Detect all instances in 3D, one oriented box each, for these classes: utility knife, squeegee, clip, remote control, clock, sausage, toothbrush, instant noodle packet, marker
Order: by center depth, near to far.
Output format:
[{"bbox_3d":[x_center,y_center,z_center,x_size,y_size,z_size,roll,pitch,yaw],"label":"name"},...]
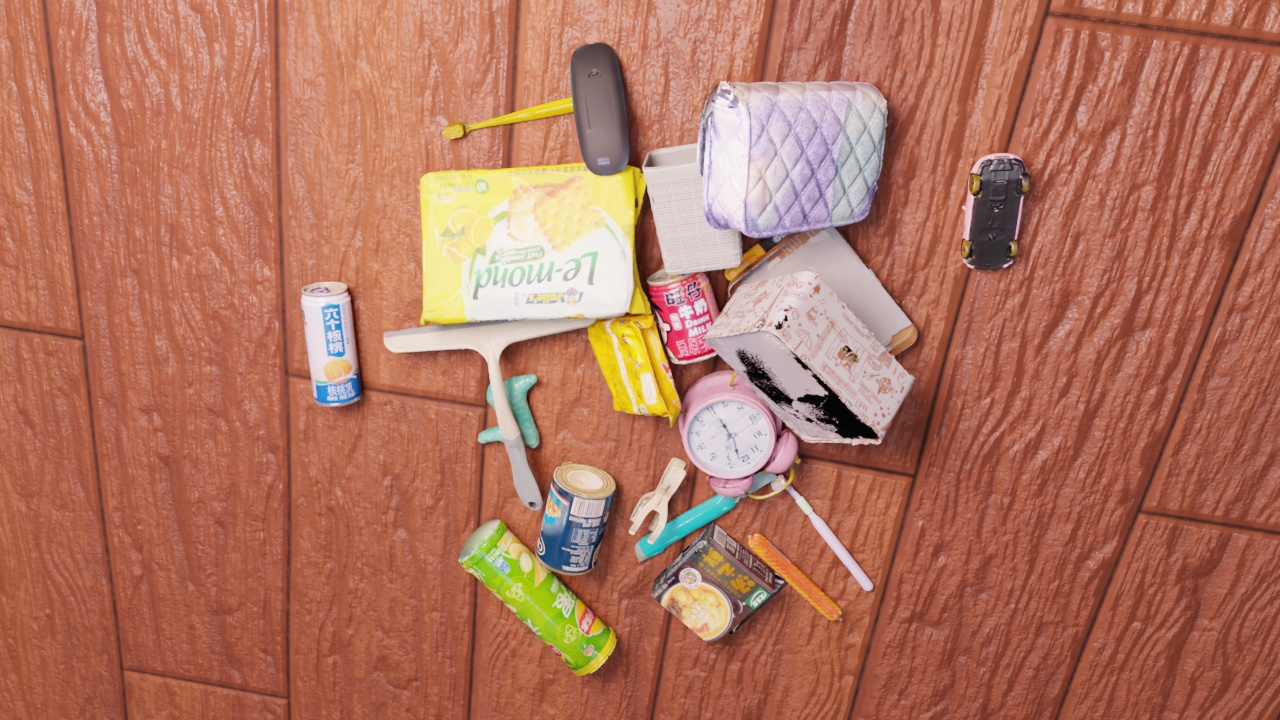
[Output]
[{"bbox_3d":[-0.040,-0.250,0.900,0.053,0.024,0.136,-9,84,5],"label":"remote control"},{"bbox_3d":[-0.113,-0.252,0.940,0.190,0.016,0.016,-10,111,10],"label":"toothbrush"},{"bbox_3d":[0.139,-0.124,0.962,0.124,0.015,0.018,-37,105,17],"label":"marker"},{"bbox_3d":[-0.006,0.006,0.992,0.044,0.111,0.128,-28,110,-30],"label":"instant noodle packet"},{"bbox_3d":[0.110,0.090,1.027,0.117,0.059,0.158,-32,106,18],"label":"clock"},{"bbox_3d":[-0.147,0.072,1.028,0.247,0.039,0.247,-7,113,11],"label":"squeegee"},{"bbox_3d":[0.021,0.170,1.064,0.035,0.083,0.105,29,123,-5],"label":"clip"},{"bbox_3d":[0.218,0.207,1.082,0.021,0.029,0.189,-46,104,-19],"label":"toothbrush"},{"bbox_3d":[0.073,0.185,1.093,0.208,0.013,0.029,-34,102,20],"label":"utility knife"},{"bbox_3d":[0.187,0.262,1.106,0.165,0.021,0.021,44,110,-10],"label":"sausage"}]

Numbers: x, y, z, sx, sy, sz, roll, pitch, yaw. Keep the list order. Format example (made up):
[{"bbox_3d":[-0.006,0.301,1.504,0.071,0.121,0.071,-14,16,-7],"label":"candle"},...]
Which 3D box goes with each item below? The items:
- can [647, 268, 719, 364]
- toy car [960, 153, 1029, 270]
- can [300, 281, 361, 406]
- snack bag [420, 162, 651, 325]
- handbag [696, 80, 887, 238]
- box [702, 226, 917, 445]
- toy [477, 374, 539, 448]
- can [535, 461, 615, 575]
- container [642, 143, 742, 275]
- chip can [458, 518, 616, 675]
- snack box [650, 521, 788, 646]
[{"bbox_3d":[0.049,-0.051,0.974,0.066,0.066,0.094,-15,109,12],"label":"can"},{"bbox_3d":[0.352,-0.149,0.918,0.056,0.037,0.122,1,124,9],"label":"toy car"},{"bbox_3d":[-0.350,-0.019,1.040,0.053,0.053,0.135,3,112,5],"label":"can"},{"bbox_3d":[-0.113,-0.118,0.947,0.247,0.068,0.158,-2,90,8],"label":"snack bag"},{"bbox_3d":[0.140,-0.189,0.851,0.076,0.193,0.134,26,120,46],"label":"handbag"},{"bbox_3d":[0.191,-0.034,0.944,0.182,0.153,0.177,43,70,-20],"label":"box"},{"bbox_3d":[-0.151,0.065,1.064,0.096,0.030,0.092,-13,107,15],"label":"toy"},{"bbox_3d":[-0.076,0.184,1.077,0.075,0.075,0.111,15,112,0],"label":"can"},{"bbox_3d":[0.057,-0.153,0.923,0.090,0.090,0.114,-6,113,9],"label":"container"},{"bbox_3d":[-0.127,0.290,1.126,0.073,0.072,0.221,-39,102,19],"label":"chip can"},{"bbox_3d":[0.097,0.276,1.111,0.125,0.053,0.113,40,110,-4],"label":"snack box"}]
